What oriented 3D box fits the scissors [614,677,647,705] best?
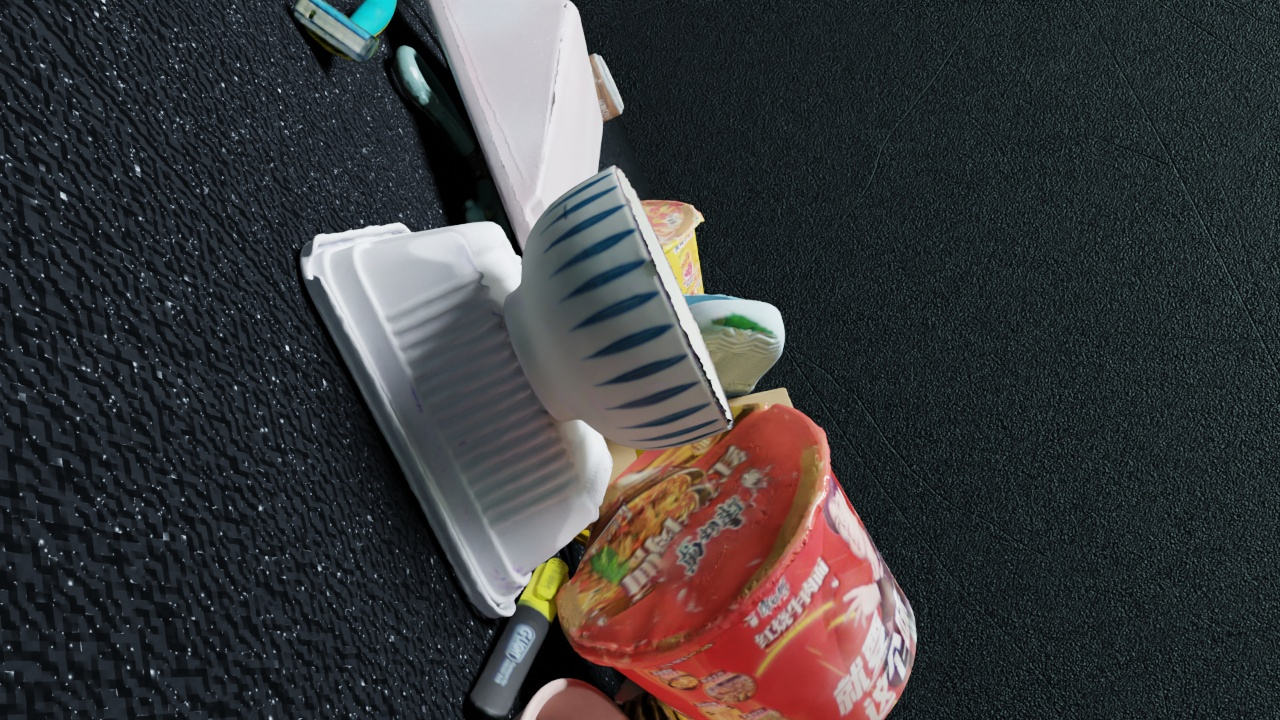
[{"bbox_3d":[0.014,0.161,0.473,0.159,0.014,0.181,38,3,7],"label":"scissors"}]

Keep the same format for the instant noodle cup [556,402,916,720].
[{"bbox_3d":[0.050,0.103,0.407,0.108,0.138,0.137,50,14,-23],"label":"instant noodle cup"}]

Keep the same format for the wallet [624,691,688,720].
[{"bbox_3d":[0.029,0.230,0.498,0.130,0.035,0.119,64,8,-1],"label":"wallet"}]

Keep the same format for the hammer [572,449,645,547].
[{"bbox_3d":[-0.003,0.003,0.583,0.300,0.129,0.033,-104,167,-45],"label":"hammer"}]

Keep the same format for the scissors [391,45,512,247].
[{"bbox_3d":[-0.117,-0.125,0.633,0.170,0.019,0.180,57,10,-64],"label":"scissors"}]

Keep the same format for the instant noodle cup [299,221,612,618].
[{"bbox_3d":[-0.068,0.011,0.415,0.138,0.060,0.173,-72,139,-79],"label":"instant noodle cup"}]

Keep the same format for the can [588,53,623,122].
[{"bbox_3d":[-0.078,-0.230,0.840,0.058,0.116,0.058,-23,89,-81],"label":"can"}]

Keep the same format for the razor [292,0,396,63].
[{"bbox_3d":[-0.158,-0.193,0.518,0.043,0.028,0.132,30,23,-17],"label":"razor"}]

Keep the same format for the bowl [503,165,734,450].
[{"bbox_3d":[-0.014,-0.013,0.376,0.116,0.066,0.116,-23,89,-83],"label":"bowl"}]

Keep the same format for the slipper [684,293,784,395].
[{"bbox_3d":[0.050,-0.019,0.713,0.246,0.104,0.074,121,-29,-78],"label":"slipper"}]

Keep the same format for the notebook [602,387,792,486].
[{"bbox_3d":[0.039,0.058,0.653,0.211,0.149,0.012,-63,140,-80],"label":"notebook"}]

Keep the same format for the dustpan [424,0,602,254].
[{"bbox_3d":[-0.110,-0.153,0.684,0.223,0.139,0.273,79,17,-71],"label":"dustpan"}]

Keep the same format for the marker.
[{"bbox_3d":[-0.048,0.113,0.383,0.018,0.015,0.124,28,13,1],"label":"marker"}]

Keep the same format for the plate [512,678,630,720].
[{"bbox_3d":[-0.001,0.229,0.323,0.229,0.028,0.229,-23,89,-82],"label":"plate"}]

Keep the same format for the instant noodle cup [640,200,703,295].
[{"bbox_3d":[-0.002,-0.069,0.845,0.137,0.138,0.110,-99,172,-61],"label":"instant noodle cup"}]
